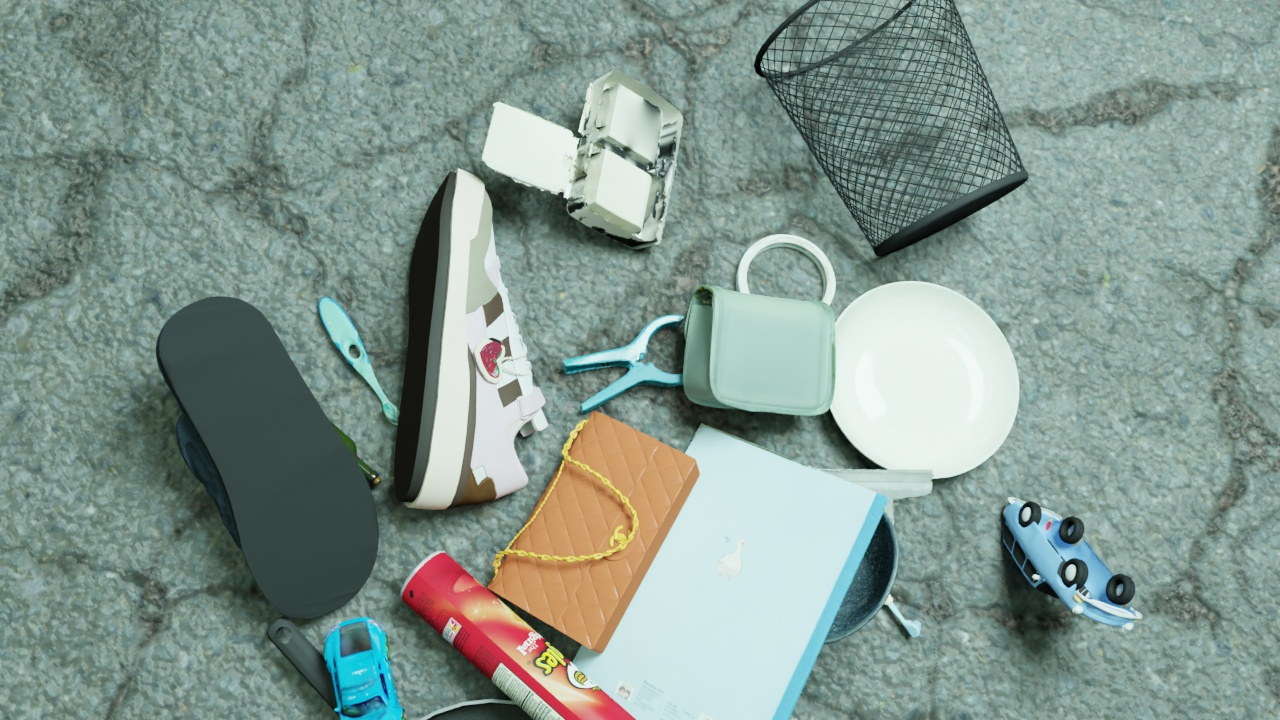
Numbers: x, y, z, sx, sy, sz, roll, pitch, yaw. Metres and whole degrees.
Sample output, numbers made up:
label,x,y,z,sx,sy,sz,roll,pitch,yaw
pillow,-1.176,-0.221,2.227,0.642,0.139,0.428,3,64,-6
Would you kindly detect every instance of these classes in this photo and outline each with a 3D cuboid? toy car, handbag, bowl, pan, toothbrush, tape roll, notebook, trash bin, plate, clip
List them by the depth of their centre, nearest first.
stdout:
label,x,y,z,sx,sy,sz,roll,pitch,yaw
toy car,-0.209,0.249,0.696,0.048,0.032,0.105,-13,77,-12
pan,-0.165,0.333,0.713,0.356,0.034,0.225,45,76,6
notebook,0.067,0.189,0.744,0.181,0.009,0.253,21,72,30
toy car,0.350,0.169,0.761,0.056,0.153,0.055,20,111,-9
handbag,-0.040,0.136,0.761,0.109,0.060,0.171,25,74,18
bowl,0.161,0.179,0.764,0.057,0.137,0.137,42,70,-38
clip,0.200,0.124,0.789,0.102,0.052,0.059,-2,93,21
handbag,0.103,-0.007,0.798,0.121,0.067,0.106,6,85,-20
toothbrush,0.193,0.173,0.800,0.016,0.022,0.155,-37,80,3
toothbrush,-0.246,-0.001,0.801,0.022,0.017,0.135,-32,81,-9
clip,0.005,0.019,0.818,0.130,0.030,0.120,-38,87,-14
trash bin,0.232,-0.220,0.830,0.184,0.184,0.210,-25,85,-12
plate,0.250,0.019,0.837,0.182,0.034,0.182,1,75,-5
tape roll,0.136,-0.073,0.860,0.093,0.013,0.093,2,76,-6

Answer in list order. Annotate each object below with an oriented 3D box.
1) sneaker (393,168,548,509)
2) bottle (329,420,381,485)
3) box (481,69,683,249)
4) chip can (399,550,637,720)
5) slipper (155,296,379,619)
label,x,y,z,sx,sy,sz,roll,pitch,yaw
sneaker,-0.132,-0.019,0.784,0.116,0.112,0.293,8,72,-26
bottle,-0.261,0.070,0.777,0.106,0.025,0.025,39,75,5
box,-0.048,-0.195,0.819,0.184,0.044,0.143,25,68,-37
chip can,-0.095,0.235,0.717,0.215,0.052,0.051,36,74,15
slipper,-0.300,0.077,0.736,0.108,0.084,0.265,-31,107,-32
